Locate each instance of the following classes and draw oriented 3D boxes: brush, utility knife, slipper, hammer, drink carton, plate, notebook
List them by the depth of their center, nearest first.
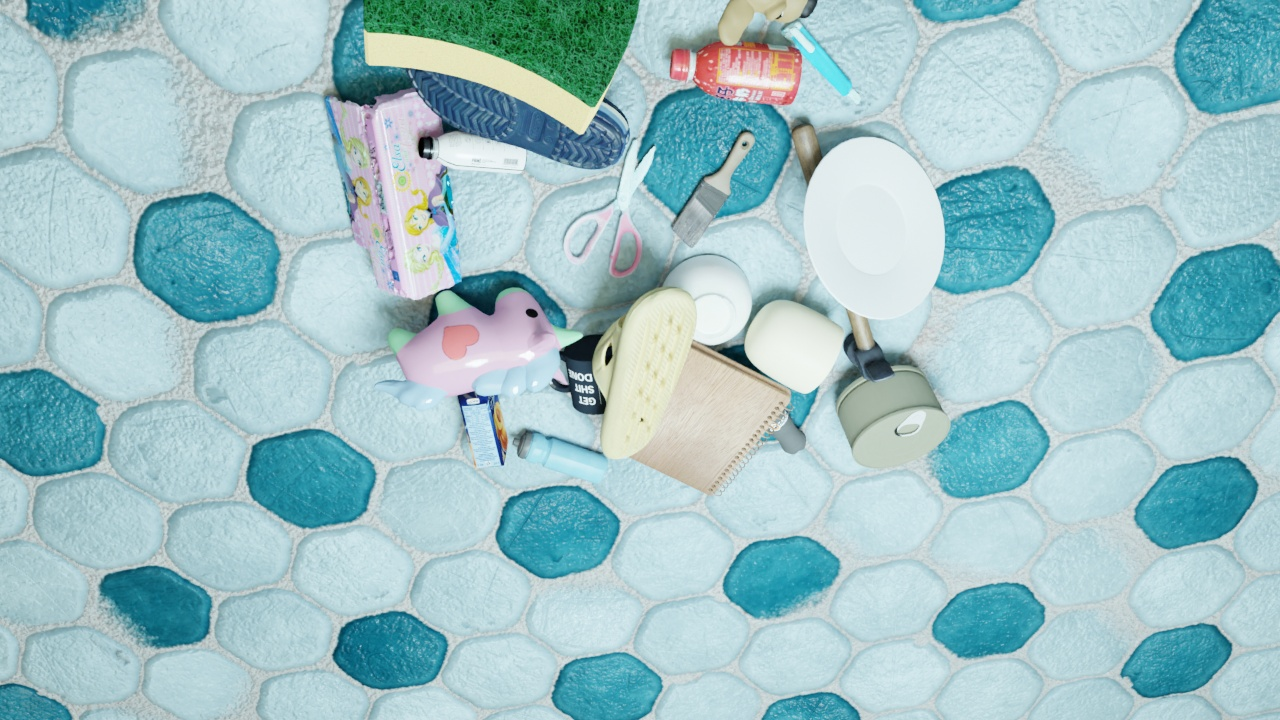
[{"bbox_3d":[-0.131,-0.353,0.885,0.250,0.075,0.194,16,76,-11],"label":"brush"},{"bbox_3d":[-0.128,-0.288,0.977,0.252,0.095,0.105,25,148,-9],"label":"slipper"},{"bbox_3d":[0.203,-0.325,1.015,0.022,0.015,0.124,-40,116,21],"label":"utility knife"},{"bbox_3d":[0.267,-0.151,1.051,0.208,0.015,0.208,1,87,-27],"label":"plate"},{"bbox_3d":[0.088,-0.201,1.077,0.039,0.012,0.151,28,114,-16],"label":"brush"},{"bbox_3d":[0.236,-0.123,1.086,0.040,0.129,0.322,-19,108,5],"label":"hammer"},{"bbox_3d":[-0.007,0.006,1.095,0.111,0.079,0.262,-18,138,-34],"label":"slipper"},{"bbox_3d":[-0.203,0.069,1.181,0.040,0.064,0.130,-7,119,1],"label":"drink carton"},{"bbox_3d":[0.078,0.080,1.186,0.169,0.022,0.211,27,129,-7],"label":"notebook"}]

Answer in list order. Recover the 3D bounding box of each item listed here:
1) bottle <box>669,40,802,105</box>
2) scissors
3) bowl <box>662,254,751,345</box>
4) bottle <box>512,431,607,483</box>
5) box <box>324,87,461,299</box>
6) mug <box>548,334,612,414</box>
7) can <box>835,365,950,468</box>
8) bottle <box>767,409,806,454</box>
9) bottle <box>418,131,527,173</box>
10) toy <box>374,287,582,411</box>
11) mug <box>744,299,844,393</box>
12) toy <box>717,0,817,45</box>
[{"bbox_3d":[0.101,-0.313,0.990,0.137,0.061,0.062,5,118,-4],"label":"bottle"},{"bbox_3d":[-0.039,-0.184,1.080,0.105,0.016,0.179,9,118,-8],"label":"scissors"},{"bbox_3d":[0.083,-0.066,1.123,0.113,0.063,0.114,-1,120,-2],"label":"bowl"},{"bbox_3d":[-0.110,0.129,1.233,0.130,0.040,0.040,20,116,-13],"label":"bottle"},{"bbox_3d":[-0.280,-0.194,1.053,0.086,0.106,0.231,-28,128,-38],"label":"box"},{"bbox_3d":[-0.072,0.016,1.162,0.105,0.071,0.077,4,120,19],"label":"mug"},{"bbox_3d":[0.322,0.073,1.181,0.127,0.073,0.128,-9,142,-7],"label":"can"},{"bbox_3d":[0.181,0.080,1.223,0.036,0.036,0.110,-35,115,15],"label":"bottle"},{"bbox_3d":[-0.185,-0.230,1.010,0.115,0.041,0.041,-2,121,-28],"label":"bottle"},{"bbox_3d":[-0.194,-0.003,1.084,0.221,0.171,0.120,-40,157,-17],"label":"toy"},{"bbox_3d":[0.178,-0.019,1.142,0.099,0.096,0.120,28,155,-8],"label":"mug"},{"bbox_3d":[0.126,-0.383,0.925,0.105,0.108,0.134,23,115,-13],"label":"toy"}]
